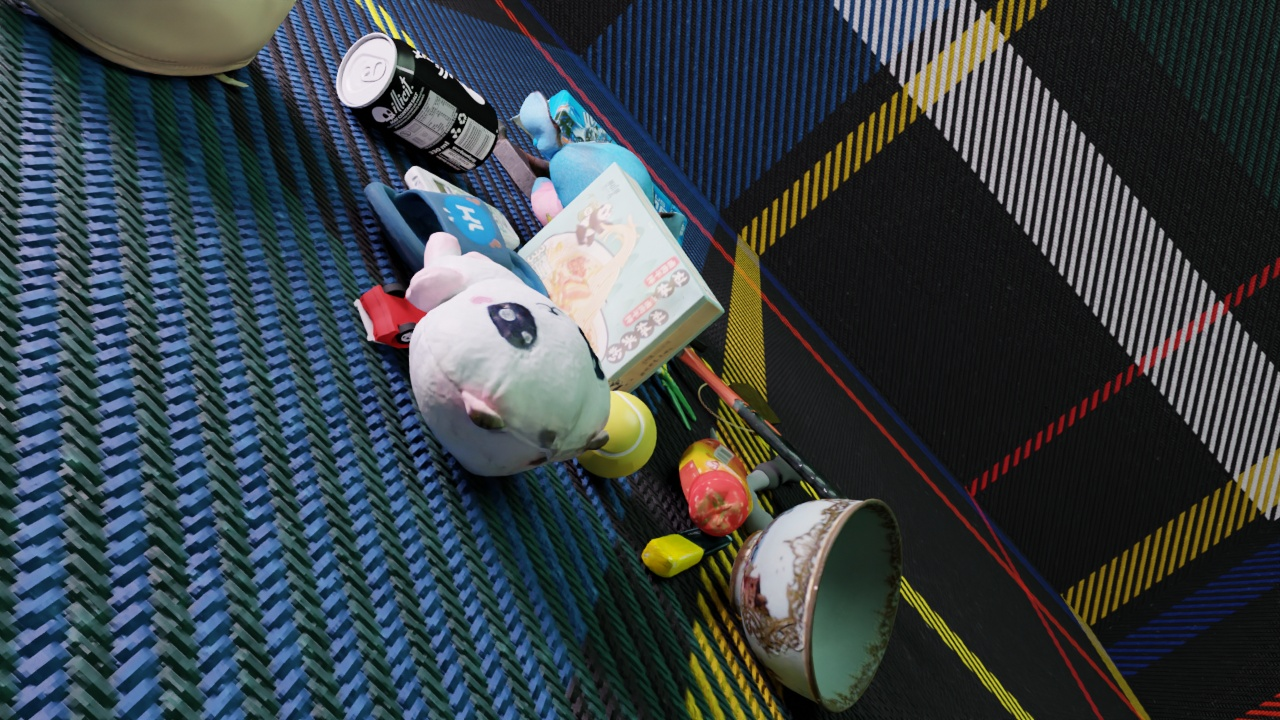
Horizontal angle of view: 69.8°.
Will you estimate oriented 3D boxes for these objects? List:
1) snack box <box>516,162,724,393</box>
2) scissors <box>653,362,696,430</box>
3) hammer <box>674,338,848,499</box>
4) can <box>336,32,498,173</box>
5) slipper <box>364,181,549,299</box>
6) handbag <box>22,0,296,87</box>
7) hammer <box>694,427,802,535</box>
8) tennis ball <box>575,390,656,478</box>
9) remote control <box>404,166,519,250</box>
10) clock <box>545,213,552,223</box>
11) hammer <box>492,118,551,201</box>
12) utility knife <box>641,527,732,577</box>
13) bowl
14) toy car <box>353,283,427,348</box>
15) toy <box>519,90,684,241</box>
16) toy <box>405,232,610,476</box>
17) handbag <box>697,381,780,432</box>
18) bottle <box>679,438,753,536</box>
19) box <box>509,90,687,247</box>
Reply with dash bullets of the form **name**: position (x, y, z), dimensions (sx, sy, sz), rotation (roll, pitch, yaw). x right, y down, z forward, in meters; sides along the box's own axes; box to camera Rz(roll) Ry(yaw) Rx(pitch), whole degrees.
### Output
- **snack box**: position (-0.028, -0.067, 0.818), dimensions (0.044, 0.142, 0.193), rotation (32, 22, -49)
- **scissors**: position (0.026, 0.020, 0.977), dimensions (0.131, 0.012, 0.112), rotation (65, 14, 20)
- **hammer**: position (0.131, 0.070, 1.061), dimensions (0.333, 0.033, 0.133), rotation (45, 12, 19)
- **can**: position (-0.204, -0.237, 0.859), dimensions (0.146, 0.080, 0.080), rotation (24, 29, -57)
- **slipper**: position (-0.132, -0.085, 0.734), dimensions (0.103, 0.059, 0.213), rotation (59, 16, 25)
- **handbag**: position (-0.327, -0.264, 0.593), dimensions (0.191, 0.089, 0.232), rotation (36, 21, -24)
- **hammer**: position (0.136, 0.128, 1.025), dimensions (0.125, 0.030, 0.310), rotation (53, 15, 13)
- **tennis ball**: position (-0.021, 0.055, 0.685), dimensions (0.065, 0.065, 0.065), rotation (44, 16, -16)
- **remote control**: position (-0.162, -0.135, 0.838), dimensions (0.050, 0.022, 0.133), rotation (56, 17, 25)
- **clock**: position (-0.047, -0.083, 0.966), dimensions (0.157, 0.059, 0.116), rotation (26, 27, -57)
- **hammer**: position (-0.111, -0.247, 1.257), dimensions (0.120, 0.033, 0.329), rotation (55, 15, 7)
- **utility knife**: position (0.043, 0.147, 0.726), dimensions (0.029, 0.020, 0.173), rotation (39, 11, 20)
- **bowl**: position (0.127, 0.177, 0.709), dimensions (0.094, 0.159, 0.159), rotation (8, -14, 38)
- **toy car**: position (-0.144, -0.021, 0.604), dimensions (0.089, 0.025, 0.038), rotation (26, 32, -60)
- **toy**: position (-0.060, -0.186, 1.020), dimensions (0.224, 0.098, 0.192), rotation (38, -20, -11)
- **toy**: position (-0.088, -0.008, 0.565), dimensions (0.138, 0.102, 0.179), rotation (20, 36, -48)
- **handbag**: position (0.117, 0.060, 1.163), dimensions (0.084, 0.027, 0.177), rotation (53, 21, 21)
- **bottle**: position (0.065, 0.110, 0.793), dimensions (0.071, 0.048, 0.134), rotation (44, 7, -4)
- **box**: position (-0.058, -0.215, 1.159), dimensions (0.243, 0.114, 0.113), rotation (42, 44, -33)
